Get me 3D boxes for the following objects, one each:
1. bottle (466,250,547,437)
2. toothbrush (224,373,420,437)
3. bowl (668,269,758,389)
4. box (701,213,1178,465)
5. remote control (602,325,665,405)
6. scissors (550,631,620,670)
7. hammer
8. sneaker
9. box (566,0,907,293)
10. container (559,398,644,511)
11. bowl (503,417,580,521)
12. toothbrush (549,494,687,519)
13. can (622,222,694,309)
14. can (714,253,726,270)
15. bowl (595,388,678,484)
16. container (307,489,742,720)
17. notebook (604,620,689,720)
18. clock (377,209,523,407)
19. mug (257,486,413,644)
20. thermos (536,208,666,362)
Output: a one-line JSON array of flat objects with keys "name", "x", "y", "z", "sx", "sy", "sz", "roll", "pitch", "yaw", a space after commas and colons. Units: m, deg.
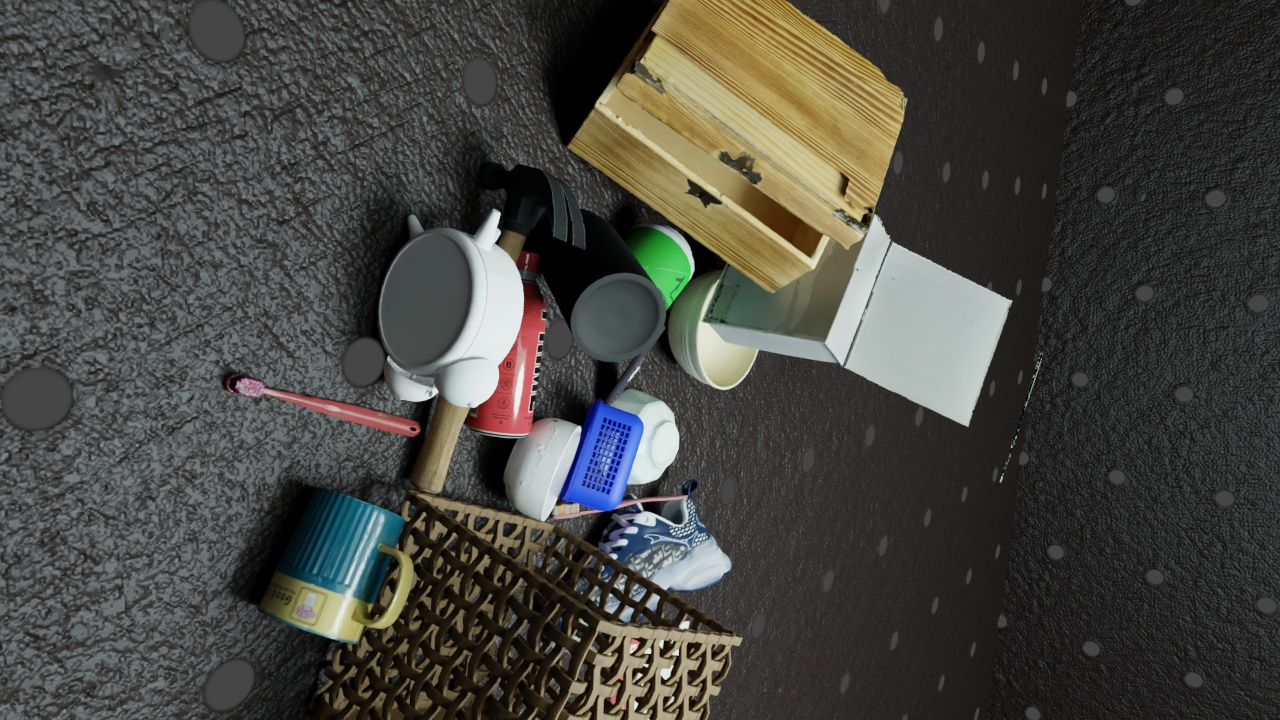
[{"name": "bottle", "x": -0.125, "y": -0.017, "z": 0.882, "sx": 0.062, "sy": 0.062, "sz": 0.176, "roll": 4, "pitch": 95, "yaw": -53}, {"name": "toothbrush", "x": -0.255, "y": 0.040, "z": 0.761, "sx": 0.189, "sy": 0.016, "sz": 0.016, "roll": 25, "pitch": 78, "yaw": -53}, {"name": "bowl", "x": 0.084, "y": -0.043, "z": 1.143, "sx": 0.150, "sy": 0.075, "sz": 0.151, "roll": -17, "pitch": 112, "yaw": -49}, {"name": "box", "x": 0.316, "y": -0.041, "z": 1.009, "sx": 0.119, "sy": 0.479, "sz": 0.166, "roll": 64, "pitch": 48, "yaw": -68}, {"name": "remote control", "x": -0.006, "y": 0.006, "z": 1.024, "sx": 0.125, "sy": 0.009, "sz": 0.046, "roll": -55, "pitch": 175, "yaw": 39}, {"name": "scissors", "x": -0.053, "y": 0.341, "z": 1.072, "sx": 0.154, "sy": 0.163, "sz": 0.012, "roll": 13, "pitch": 56, "yaw": -21}, {"name": "hammer", "x": -0.142, "y": -0.026, "z": 0.830, "sx": 0.040, "sy": 0.132, "sz": 0.305, "roll": 17, "pitch": 93, "yaw": -50}, {"name": "sneaker", "x": -0.013, "y": 0.228, "z": 1.081, "sx": 0.268, "sy": 0.103, "sz": 0.132, "roll": -14, "pitch": 87, "yaw": -39}, {"name": "box", "x": 0.113, "y": -0.256, "z": 0.955, "sx": 0.279, "sy": 0.168, "sz": 0.244, "roll": 33, "pitch": 63, "yaw": -10}, {"name": "container", "x": -0.040, "y": 0.106, "z": 0.989, "sx": 0.096, "sy": 0.058, "sz": 0.114, "roll": 136, "pitch": -27, "yaw": -77}, {"name": "bowl", "x": -0.103, "y": 0.106, "z": 0.931, "sx": 0.105, "sy": 0.054, "sz": 0.105, "roll": 22, "pitch": 88, "yaw": -85}, {"name": "toothbrush", "x": -0.021, "y": 0.164, "z": 1.057, "sx": 0.184, "sy": 0.015, "sz": 0.016, "roll": -2, "pitch": 96, "yaw": -32}, {"name": "can", "x": -0.007, "y": -0.081, "z": 1.003, "sx": 0.139, "sy": 0.088, "sz": 0.088, "roll": -53, "pitch": 136, "yaw": -31}, {"name": "can", "x": 0.139, "y": -0.173, "z": 1.174, "sx": 0.086, "sy": 0.087, "sz": 0.116, "roll": -20, "pitch": 114, "yaw": -50}, {"name": "bowl", "x": 0.006, "y": 0.095, "z": 1.086, "sx": 0.117, "sy": 0.061, "sz": 0.117, "roll": -17, "pitch": 111, "yaw": -51}, {"name": "container", "x": -0.100, "y": 0.277, "z": 0.804, "sx": 0.219, "sy": 0.252, "sz": 0.214, "roll": 27, "pitch": 86, "yaw": -52}, {"name": "notebook", "x": 0.000, "y": 0.450, "z": 1.208, "sx": 0.153, "sy": 0.012, "sz": 0.208, "roll": 16, "pitch": 85, "yaw": -53}, {"name": "clock", "x": -0.157, "y": -0.042, "z": 0.779, "sx": 0.072, "sy": 0.126, "sz": 0.161, "roll": 14, "pitch": 82, "yaw": -54}, {"name": "mug", "x": -0.234, "y": 0.169, "z": 0.741, "sx": 0.107, "sy": 0.114, "sz": 0.083, "roll": -69, "pitch": 155, "yaw": -18}, {"name": "thermos", "x": -0.047, "y": -0.083, "z": 0.878, "sx": 0.086, "sy": 0.198, "sz": 0.086, "roll": -8, "pitch": 121, "yaw": -14}]
